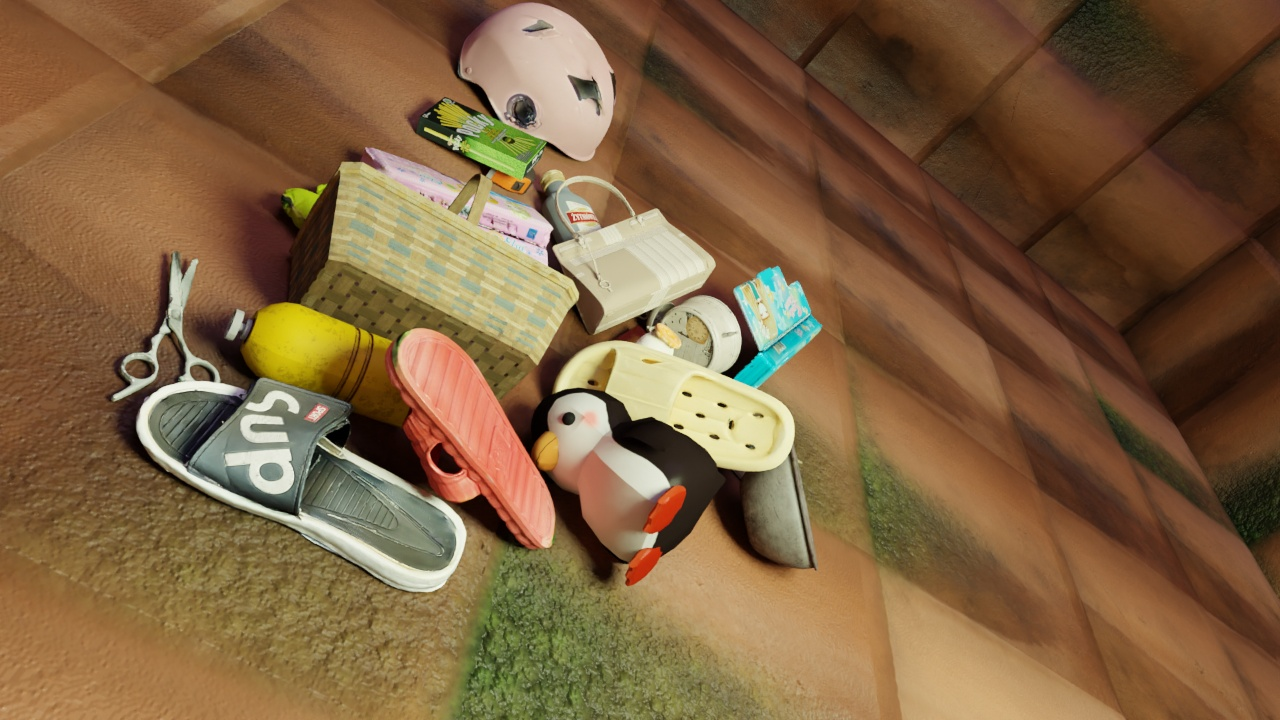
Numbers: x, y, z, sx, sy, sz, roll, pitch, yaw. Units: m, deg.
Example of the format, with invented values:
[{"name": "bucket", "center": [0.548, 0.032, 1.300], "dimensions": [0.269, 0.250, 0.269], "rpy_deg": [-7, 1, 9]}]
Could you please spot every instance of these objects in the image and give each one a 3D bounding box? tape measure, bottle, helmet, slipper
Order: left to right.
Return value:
[{"name": "slipper", "center": [-0.245, 0.084, 0.706], "dimensions": [0.264, 0.063, 0.111], "rpy_deg": [37, 31, -17]}, {"name": "bottle", "center": [-0.264, 0.000, 0.776], "dimensions": [0.163, 0.071, 0.071], "rpy_deg": [24, 36, -29]}, {"name": "slipper", "center": [-0.149, 0.074, 0.776], "dimensions": [0.103, 0.059, 0.249], "rpy_deg": [-92, 158, -50]}, {"name": "tape measure", "center": [-0.169, -0.252, 1.222], "dimensions": [0.058, 0.038, 0.058], "rpy_deg": [31, 33, -20]}, {"name": "helmet", "center": [-0.133, -0.432, 1.386], "dimensions": [0.255, 0.153, 0.229], "rpy_deg": [49, 27, -2]}, {"name": "bottle", "center": [-0.092, -0.189, 1.226], "dimensions": [0.072, 0.046, 0.161], "rpy_deg": [7, 47, -44]}, {"name": "bottle", "center": [-0.002, 0.008, 1.026], "dimensions": [0.063, 0.109, 0.063], "rpy_deg": [35, 21, -16]}, {"name": "slipper", "center": [0.039, 0.048, 0.954], "dimensions": [0.261, 0.111, 0.079], "rpy_deg": [16, -9, -2]}]

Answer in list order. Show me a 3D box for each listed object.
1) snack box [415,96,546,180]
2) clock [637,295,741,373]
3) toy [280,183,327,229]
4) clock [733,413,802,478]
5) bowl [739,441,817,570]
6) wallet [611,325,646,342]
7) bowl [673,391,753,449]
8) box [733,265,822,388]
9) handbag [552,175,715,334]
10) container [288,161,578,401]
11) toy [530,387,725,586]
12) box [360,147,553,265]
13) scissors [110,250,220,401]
[{"name": "snack box", "center": [-0.205, -0.290, 1.193], "dimensions": [0.147, 0.025, 0.080], "rpy_deg": [24, 36, -1]}, {"name": "clock", "center": [0.053, -0.035, 1.175], "dimensions": [0.157, 0.103, 0.061], "rpy_deg": [29, 31, 28]}, {"name": "toy", "center": [-0.317, -0.149, 0.929], "dimensions": [0.094, 0.036, 0.093], "rpy_deg": [34, 26, -29]}, {"name": "clock", "center": [0.140, 0.099, 1.139], "dimensions": [0.141, 0.055, 0.092], "rpy_deg": [45, 31, -3]}, {"name": "bowl", "center": [0.151, 0.166, 1.025], "dimensions": [0.145, 0.067, 0.145], "rpy_deg": [-11, 89, -81]}, {"name": "wallet", "center": [-0.006, 0.007, 1.120], "dimensions": [0.091, 0.018, 0.115], "rpy_deg": [48, 33, 6]}, {"name": "bowl", "center": [0.072, 0.087, 1.052], "dimensions": [0.137, 0.137, 0.057], "rpy_deg": [40, 70, -6]}, {"name": "box", "center": [0.186, -0.037, 1.261], "dimensions": [0.085, 0.170, 0.226], "rpy_deg": [17, 23, 22]}, {"name": "handbag", "center": [-0.034, -0.153, 1.157], "dimensions": [0.175, 0.062, 0.198], "rpy_deg": [-25, 73, -30]}, {"name": "container", "center": [-0.197, -0.085, 0.881], "dimensions": [0.249, 0.158, 0.186], "rpy_deg": [28, 45, -24]}, {"name": "toy", "center": [-0.021, 0.095, 0.882], "dimensions": [0.184, 0.159, 0.139], "rpy_deg": [37, 39, 24]}, {"name": "box", "center": [-0.202, -0.162, 1.056], "dimensions": [0.230, 0.063, 0.160], "rpy_deg": [15, 41, -39]}, {"name": "scissors", "center": [-0.382, -0.030, 0.728], "dimensions": [0.117, 0.014, 0.161], "rpy_deg": [-7, 60, -53]}]
